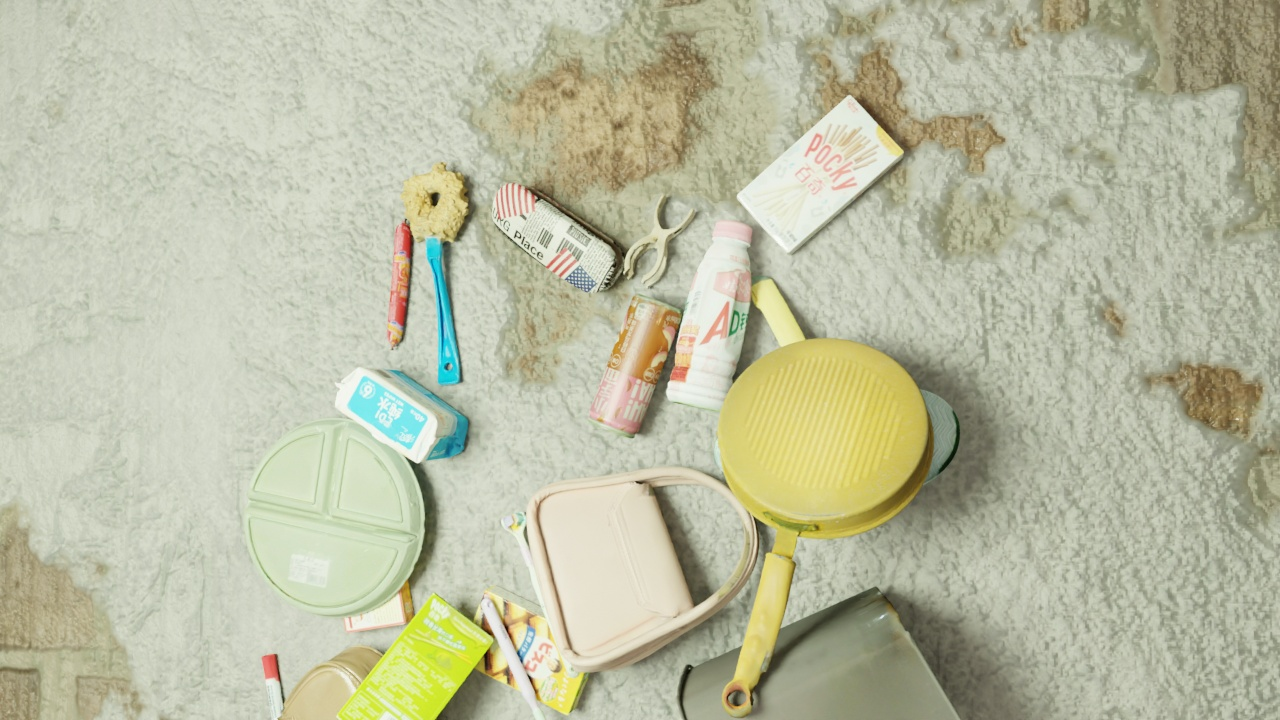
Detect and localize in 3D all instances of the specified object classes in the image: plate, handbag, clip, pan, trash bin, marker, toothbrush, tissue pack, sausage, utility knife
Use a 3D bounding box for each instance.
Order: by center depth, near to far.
[{"bbox_3d":[0.141,0.141,0.830,0.198,0.078,0.356,13,62,26],"label":"pan"},{"bbox_3d":[0.174,0.340,0.868,0.220,0.198,0.199,-31,82,3],"label":"trash bin"},{"bbox_3d":[0.152,-0.022,0.940,0.031,0.019,0.176,-27,56,7],"label":"utility knife"},{"bbox_3d":[0.009,0.201,0.954,0.234,0.093,0.193,-20,70,0],"label":"handbag"},{"bbox_3d":[-0.126,0.341,0.983,0.021,0.029,0.189,-39,77,47],"label":"toothbrush"},{"bbox_3d":[-0.106,0.252,0.992,0.029,0.020,0.189,-18,66,-19],"label":"toothbrush"},{"bbox_3d":[0.009,-0.132,0.998,0.076,0.034,0.103,18,87,13],"label":"clip"},{"bbox_3d":[-0.306,0.426,1.018,0.148,0.099,0.204,-33,80,17],"label":"handbag"},{"bbox_3d":[-0.266,0.061,1.024,0.140,0.090,0.063,32,94,12],"label":"tissue pack"},{"bbox_3d":[-0.355,0.180,1.044,0.230,0.027,0.230,-1,87,15],"label":"plate"},{"bbox_3d":[-0.281,-0.089,1.070,0.020,0.020,0.156,4,89,13],"label":"sausage"},{"bbox_3d":[-0.428,0.421,1.085,0.017,0.017,0.145,-13,85,12],"label":"marker"}]

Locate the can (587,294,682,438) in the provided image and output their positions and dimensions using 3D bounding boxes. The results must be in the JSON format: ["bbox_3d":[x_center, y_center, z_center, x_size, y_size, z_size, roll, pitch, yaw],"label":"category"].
[{"bbox_3d":[-0.006,0.006,0.982,0.058,0.058,0.147,21,92,13],"label":"can"}]

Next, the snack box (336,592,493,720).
[{"bbox_3d":[-0.236,0.335,0.971,0.086,0.026,0.156,36,72,3],"label":"snack box"}]

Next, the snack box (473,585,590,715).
[{"bbox_3d":[-0.121,0.317,1.010,0.140,0.033,0.087,22,93,11],"label":"snack box"}]

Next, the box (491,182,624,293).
[{"bbox_3d":[-0.097,-0.132,1.000,0.163,0.076,0.075,37,101,9],"label":"box"}]

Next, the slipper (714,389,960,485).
[{"bbox_3d":[0.193,0.090,0.919,0.246,0.074,0.103,-5,60,29],"label":"slipper"}]

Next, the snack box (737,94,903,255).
[{"bbox_3d":[0.187,-0.193,0.961,0.157,0.027,0.084,-41,80,9],"label":"snack box"}]

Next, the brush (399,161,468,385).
[{"bbox_3d":[-0.229,-0.099,1.052,0.083,0.046,0.254,-5,90,9],"label":"brush"}]

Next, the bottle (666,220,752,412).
[{"bbox_3d":[0.079,-0.047,0.963,0.068,0.068,0.197,11,86,13],"label":"bottle"}]

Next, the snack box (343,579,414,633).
[{"bbox_3d":[-0.314,0.230,1.060,0.077,0.027,0.155,-12,85,12],"label":"snack box"}]
